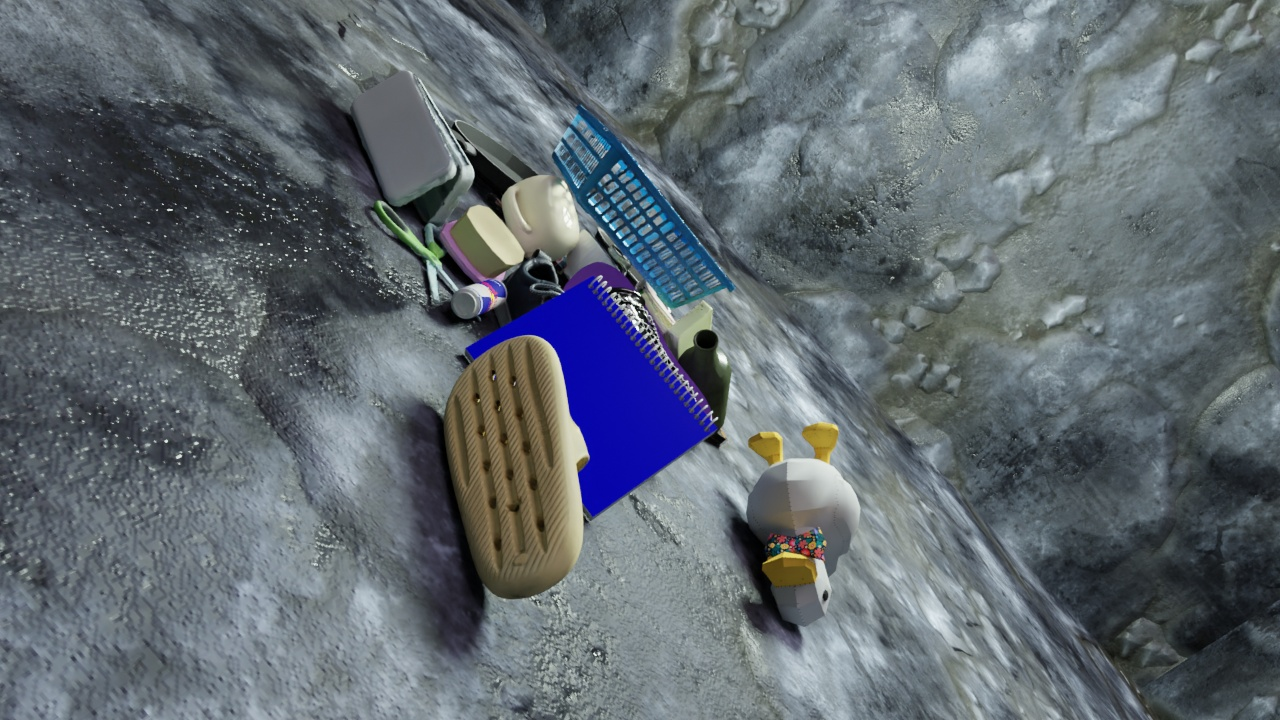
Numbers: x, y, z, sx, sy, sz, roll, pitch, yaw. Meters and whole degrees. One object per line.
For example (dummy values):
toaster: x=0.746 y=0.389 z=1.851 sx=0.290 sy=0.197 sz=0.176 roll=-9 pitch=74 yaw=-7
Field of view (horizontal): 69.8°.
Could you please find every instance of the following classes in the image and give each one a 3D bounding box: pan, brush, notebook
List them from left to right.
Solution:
pan: x=-0.227 y=-0.294 z=1.355 sx=0.225 sy=0.034 sz=0.355 roll=45 pitch=13 yaw=22
brush: x=-0.182 y=-0.149 z=1.138 sx=0.089 sy=0.043 sz=0.228 roll=52 pitch=13 yaw=-8
notebook: x=-0.045 y=0.029 z=0.921 sx=0.209 sy=0.171 sz=0.022 roll=51 pitch=-26 yaw=13
pan: x=-0.026 y=-0.145 z=1.458 sx=0.187 sy=0.055 sz=0.356 roll=50 pitch=8 yaw=3

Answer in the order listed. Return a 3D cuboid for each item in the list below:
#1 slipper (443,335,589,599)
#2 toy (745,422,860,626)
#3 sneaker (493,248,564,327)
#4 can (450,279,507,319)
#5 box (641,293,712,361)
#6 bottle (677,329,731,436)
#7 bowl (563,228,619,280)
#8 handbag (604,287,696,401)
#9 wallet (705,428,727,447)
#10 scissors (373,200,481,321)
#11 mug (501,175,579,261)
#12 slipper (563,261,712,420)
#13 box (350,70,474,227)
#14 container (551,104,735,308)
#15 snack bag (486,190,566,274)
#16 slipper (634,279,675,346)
slipper: x=-0.094 y=0.089 z=0.741 sx=0.261 sy=0.111 sz=0.079 roll=-108 pitch=173 yaw=-48
toy: x=0.205 y=0.213 z=1.152 sx=0.247 sy=0.141 sz=0.267 roll=55 pitch=30 yaw=-50
sneaker: x=-0.103 y=-0.038 z=1.016 sx=0.089 sy=0.087 sz=0.235 roll=34 pitch=21 yaw=-39
can: x=-0.172 y=-0.066 z=0.979 sx=0.032 sy=0.032 sz=0.095 roll=47 pitch=15 yaw=-2
box: x=0.051 y=-0.023 z=1.241 sx=0.091 sy=0.083 sz=0.188 roll=60 pitch=-14 yaw=24
bottle: x=0.081 y=0.027 z=1.194 sx=0.071 sy=0.071 sz=0.207 roll=56 pitch=-16 yaw=26
bowl: x=-0.071 y=-0.125 z=1.327 sx=0.118 sy=0.062 sz=0.118 roll=53 pitch=-4 yaw=5
handbag: x=-0.003 y=-0.002 z=1.028 sx=0.125 sy=0.115 sz=0.153 roll=73 pitch=11 yaw=-57
wallet: x=0.083 y=0.070 z=1.365 sx=0.072 sy=0.019 sz=0.123 roll=37 pitch=18 yaw=-46
scissors: x=-0.226 y=-0.111 z=1.007 sx=0.171 sy=0.025 sz=0.159 roll=51 pitch=10 yaw=-2
mug: x=-0.141 y=-0.191 z=1.265 sx=0.120 sy=0.096 sz=0.099 roll=16 pitch=52 yaw=-59
slipper: x=-0.007 y=0.007 z=1.149 sx=0.266 sy=0.107 sz=0.084 roll=53 pitch=-5 yaw=20
box: x=-0.264 y=-0.257 z=1.108 sx=0.215 sy=0.122 sz=0.083 roll=64 pitch=-1 yaw=33
container: x=-0.016 y=-0.214 z=1.296 sx=0.257 sy=0.089 sz=0.362 roll=48 pitch=6 yaw=-24
snack bag: x=-0.165 y=-0.193 z=1.360 sx=0.155 sy=0.018 sz=0.074 roll=47 pitch=15 yaw=-8
slipper: x=0.027 y=-0.038 z=1.408 sx=0.094 sy=0.064 sz=0.239 roll=58 pitch=1 yaw=25
